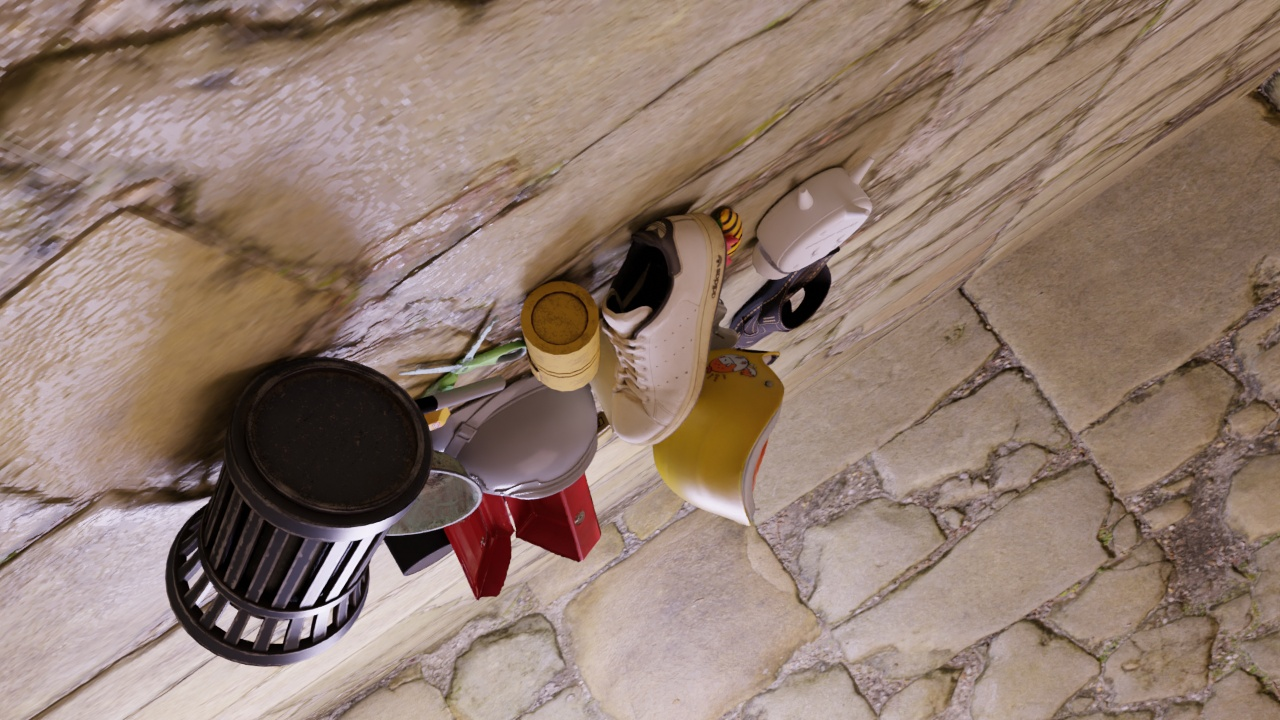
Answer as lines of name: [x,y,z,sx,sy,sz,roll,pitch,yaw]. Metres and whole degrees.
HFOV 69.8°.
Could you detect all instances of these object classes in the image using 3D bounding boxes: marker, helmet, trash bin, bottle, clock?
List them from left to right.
trash bin: [-0.261,0.115,0.710,0.163,0.164,0.228,-21,159,-44]
marker: [-0.181,0.036,0.864,0.140,0.016,0.016,-19,160,-51]
helmet: [-0.131,0.104,1.065,0.270,0.117,0.184,-25,164,-29]
bottle: [-0.075,-0.014,0.881,0.071,0.071,0.164,-31,167,-10]
helmet: [0.087,0.075,1.134,0.239,0.139,0.209,-71,173,-71]
clock: [0.200,-0.151,1.042,0.125,0.073,0.161,-28,166,-25]

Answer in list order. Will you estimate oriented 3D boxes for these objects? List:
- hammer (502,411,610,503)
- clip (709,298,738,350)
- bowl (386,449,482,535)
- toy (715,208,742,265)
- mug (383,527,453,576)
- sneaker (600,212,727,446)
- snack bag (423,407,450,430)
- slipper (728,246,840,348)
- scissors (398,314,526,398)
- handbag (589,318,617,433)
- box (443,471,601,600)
hammer: [-0.094,0.113,1.250,0.334,0.118,0.025,-36,165,36]
clip: [0.060,-0.038,1.151,0.125,0.072,0.142,-41,157,23]
bowl: [-0.248,0.135,0.972,0.157,0.038,0.158,-9,148,-6]
toy: [0.064,-0.109,0.934,0.103,0.046,0.084,-39,147,10]
mug: [-0.272,0.208,1.167,0.113,0.088,0.078,-23,163,-39]
sneaker: [0.005,-0.022,0.862,0.102,0.089,0.242,-8,121,-45]
snack bag: [-0.230,0.066,0.874,0.099,0.020,0.026,-19,165,-11]
slipper: [0.210,-0.078,1.325,0.112,0.075,0.269,-24,164,-34]
scissors: [-0.167,0.008,0.857,0.174,0.022,0.171,-35,166,30]
handbag: [-0.006,0.006,1.007,0.081,0.119,0.111,-34,169,39]
box: [-0.141,0.196,1.180,0.168,0.153,0.157,-8,128,7]
